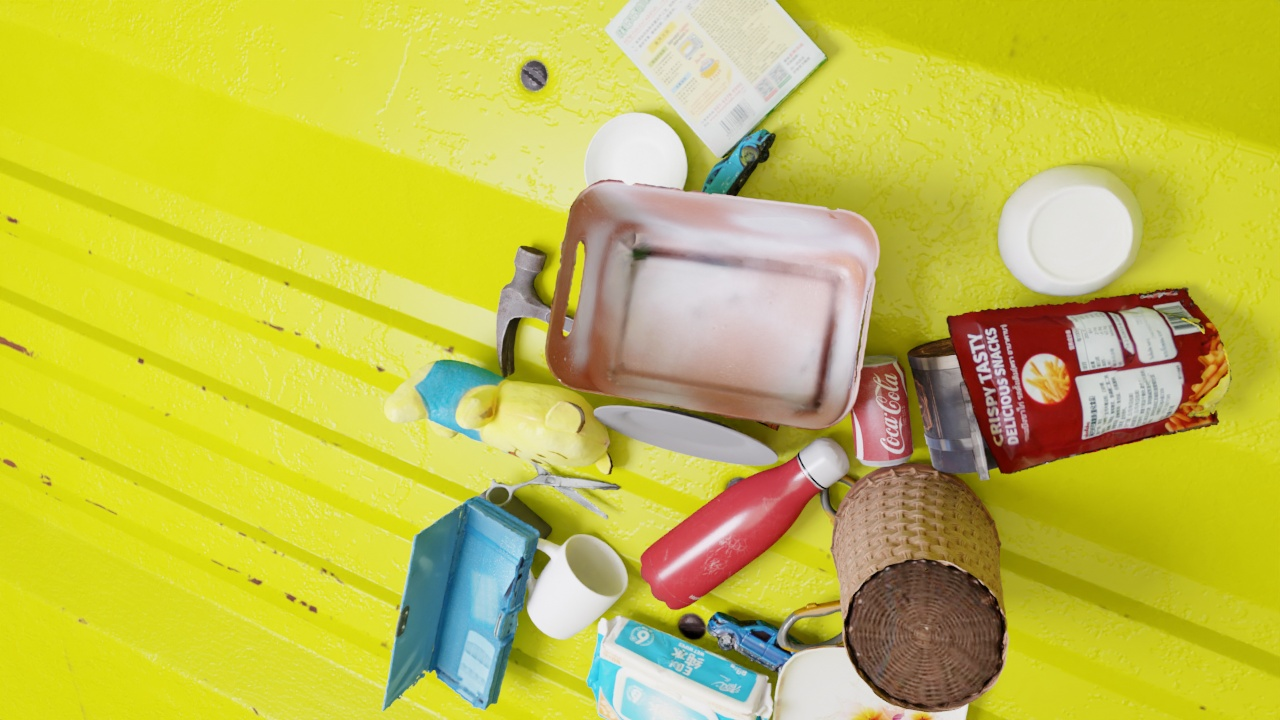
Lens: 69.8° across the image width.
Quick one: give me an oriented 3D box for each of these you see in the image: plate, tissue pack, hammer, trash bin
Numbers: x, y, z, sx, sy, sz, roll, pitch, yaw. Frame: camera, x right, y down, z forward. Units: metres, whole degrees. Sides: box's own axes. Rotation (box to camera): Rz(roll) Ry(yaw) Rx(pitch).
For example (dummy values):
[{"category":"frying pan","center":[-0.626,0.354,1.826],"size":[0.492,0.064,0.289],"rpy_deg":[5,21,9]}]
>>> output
[{"category":"plate","center":[-0.002,-0.187,0.896],"size":[0.104,0.026,0.104],"rpy_deg":[4,103,16]},{"category":"tissue pack","center":[0.035,0.349,0.962],"size":[0.209,0.065,0.117],"rpy_deg":[19,122,21]},{"category":"plate","center":[0.043,0.068,0.869],"size":[0.178,0.178,0.012],"rpy_deg":[11,75,15]},{"category":"plate","center":[0.225,0.358,0.916],"size":[0.187,0.016,0.187],"rpy_deg":[2,113,3]},{"category":"hammer","center":[-0.005,0.005,0.934],"size":[0.314,0.035,0.138],"rpy_deg":[24,108,11]},{"category":"trash bin","center":[0.235,0.182,0.775],"size":[0.151,0.209,0.151],"rpy_deg":[2,97,13]},{"category":"trash bin","center":[0.066,-0.041,0.814],"size":[0.260,0.157,0.181],"rpy_deg":[9,86,11]}]

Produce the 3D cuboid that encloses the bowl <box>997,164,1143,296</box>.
[{"category":"bowl","center":[0.365,-0.107,0.775],"size":[0.116,0.065,0.116],"rpy_deg":[4,103,17]}]

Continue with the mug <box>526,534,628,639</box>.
[{"category":"mug","center":[-0.084,0.235,0.979],"size":[0.114,0.080,0.088],"rpy_deg":[35,117,-9]}]

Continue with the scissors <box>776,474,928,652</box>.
[{"category":"scissors","center":[0.230,0.209,0.900],"size":[0.225,0.016,0.229],"rpy_deg":[-19,89,9]}]

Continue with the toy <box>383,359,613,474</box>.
[{"category":"toy","center":[-0.131,0.055,0.930],"size":[0.214,0.149,0.084],"rpy_deg":[12,83,10]}]

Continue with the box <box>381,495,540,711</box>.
[{"category":"box","center":[-0.191,0.270,0.949],"size":[0.094,0.112,0.232],"rpy_deg":[26,114,22]}]

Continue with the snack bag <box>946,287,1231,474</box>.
[{"category":"snack bag","center":[0.371,0.011,0.757],"size":[0.208,0.067,0.139],"rpy_deg":[-9,81,-7]}]

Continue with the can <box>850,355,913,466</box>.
[{"category":"can","center":[0.224,0.047,0.859],"size":[0.054,0.054,0.096],"rpy_deg":[-6,100,18]}]

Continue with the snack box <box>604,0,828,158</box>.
[{"category":"snack box","center":[0.068,-0.293,0.850],"size":[0.132,0.027,0.168],"rpy_deg":[-42,87,20]}]

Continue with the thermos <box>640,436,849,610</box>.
[{"category":"thermos","center":[0.105,0.158,0.910],"size":[0.240,0.073,0.073],"rpy_deg":[-41,88,20]}]

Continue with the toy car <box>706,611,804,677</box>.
[{"category":"toy car","center":[0.126,0.293,0.945],"size":[0.120,0.056,0.043],"rpy_deg":[26,86,6]}]

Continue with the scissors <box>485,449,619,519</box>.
[{"category":"scissors","center":[-0.101,0.116,0.992],"size":[0.141,0.014,0.147],"rpy_deg":[-14,70,-4]}]

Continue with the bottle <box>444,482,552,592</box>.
[{"category":"bottle","center":[-0.183,0.229,1.031],"size":[0.084,0.046,0.174],"rpy_deg":[39,110,6]}]

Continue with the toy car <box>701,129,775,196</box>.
[{"category":"toy car","center":[0.086,-0.174,0.860],"size":[0.032,0.048,0.105],"rpy_deg":[41,112,9]}]

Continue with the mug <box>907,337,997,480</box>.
[{"category":"mug","center":[0.286,0.042,0.806],"size":[0.080,0.115,0.107],"rpy_deg":[-11,99,16]}]
